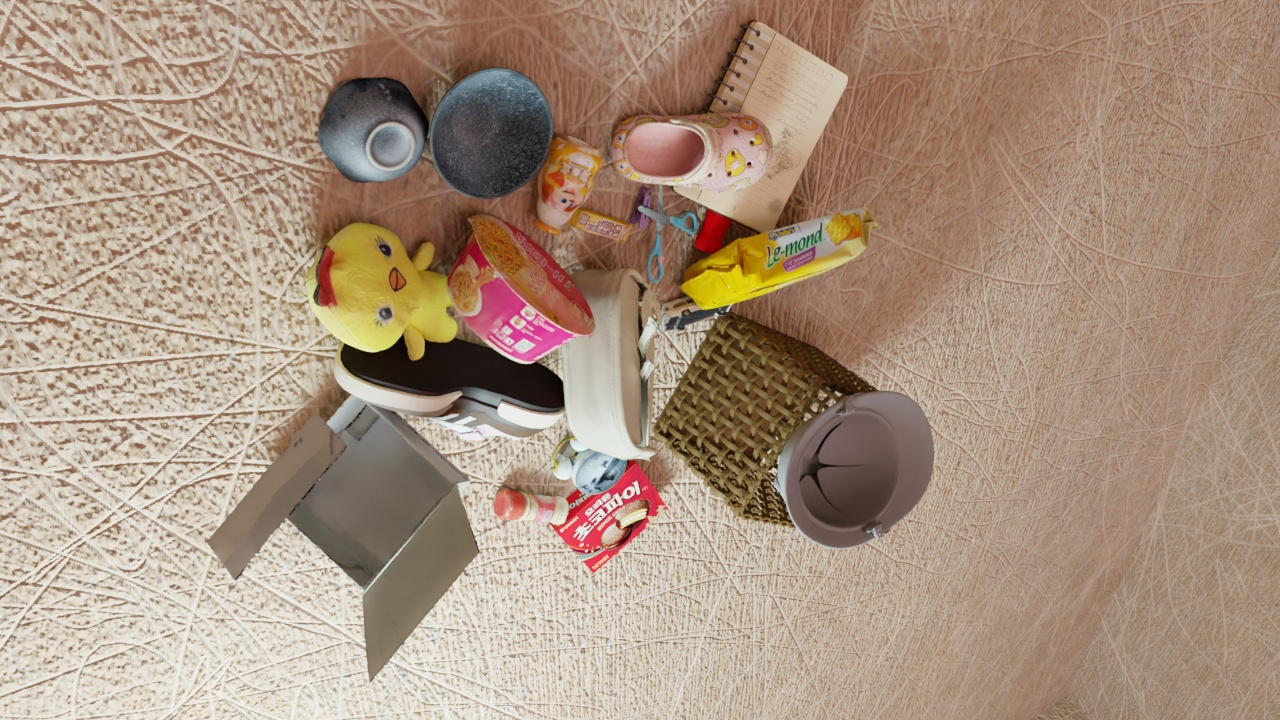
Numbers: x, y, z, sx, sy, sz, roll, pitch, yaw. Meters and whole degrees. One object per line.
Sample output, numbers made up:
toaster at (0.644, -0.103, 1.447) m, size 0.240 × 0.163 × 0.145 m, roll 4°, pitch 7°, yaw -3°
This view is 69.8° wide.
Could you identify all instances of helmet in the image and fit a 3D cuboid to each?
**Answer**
helmet at (0.251, 0.135, 1.186) m, size 0.270 × 0.118 × 0.183 m, roll -19°, pitch 98°, yaw -33°

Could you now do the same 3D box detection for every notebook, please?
notebook at (0.147, -0.287, 1.150) m, size 0.167 × 0.024 × 0.226 m, roll 21°, pitch 102°, yaw -28°

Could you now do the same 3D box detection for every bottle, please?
bottle at (0.108, -0.200, 1.206) m, size 0.036 × 0.036 × 0.119 m, roll 6°, pitch 114°, yaw -39°
bottle at (-0.087, -0.198, 1.041) m, size 0.063 × 0.063 × 0.109 m, roll 10°, pitch 111°, yaw -41°
bottle at (-0.152, 0.205, 1.282) m, size 0.109 × 0.044 × 0.044 m, roll 15°, pitch 109°, yaw -43°

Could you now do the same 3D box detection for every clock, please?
clock at (-0.075, 0.138, 1.284) m, size 0.117 × 0.057 × 0.083 m, roll 28°, pitch 101°, yaw -45°

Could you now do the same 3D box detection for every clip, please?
clip at (0.003, -0.190, 1.143) m, size 0.013 × 0.032 × 0.051 m, roll 0°, pitch 117°, yaw -38°

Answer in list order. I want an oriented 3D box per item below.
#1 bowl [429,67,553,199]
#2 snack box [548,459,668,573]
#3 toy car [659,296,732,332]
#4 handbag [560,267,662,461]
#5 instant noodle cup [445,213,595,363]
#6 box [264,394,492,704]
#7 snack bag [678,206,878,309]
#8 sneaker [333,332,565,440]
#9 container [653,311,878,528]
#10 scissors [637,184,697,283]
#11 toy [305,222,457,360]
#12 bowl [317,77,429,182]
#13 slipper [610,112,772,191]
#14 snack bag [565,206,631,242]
bowl at (-0.165, -0.243, 0.957) m, size 0.136 × 0.057 × 0.137 m, roll -19°, pitch 129°, yaw -26°
snack box at (-0.048, 0.229, 1.380) m, size 0.152 × 0.036 × 0.133 m, roll -40°, pitch 135°, yaw -8°
toy car at (0.076, -0.073, 1.268) m, size 0.112 × 0.039 × 0.039 m, roll -20°, pitch 152°, yaw -27°
handbag at (-0.007, 0.007, 1.143) m, size 0.184 × 0.132 × 0.229 m, roll 23°, pitch 71°, yaw -61°
instant noodle cup at (-0.141, -0.071, 1.025) m, size 0.078 × 0.178 × 0.178 m, roll -43°, pitch 138°, yaw 18°
box at (-0.274, 0.179, 0.960) m, size 0.165 × 0.330 × 0.167 m, roll 39°, pitch 92°, yaw -32°
snack bag at (0.181, -0.132, 1.224) m, size 0.246 × 0.160 × 0.068 m, roll -18°, pitch 89°, yaw -27°
sneaker at (-0.234, 0.044, 1.084) m, size 0.293 × 0.111 × 0.117 m, roll 11°, pitch 132°, yaw -41°
container at (0.208, 0.094, 1.354) m, size 0.251 × 0.214 × 0.220 m, roll 18°, pitch 107°, yaw -43°
scissors at (0.038, -0.170, 1.172) m, size 0.129 × 0.015 × 0.135 m, roll -31°, pitch 136°, yaw -41°
toy at (-0.269, -0.070, 0.974) m, size 0.207 × 0.092 × 0.133 m, roll 13°, pitch 74°, yaw -48°
bowl at (-0.256, -0.220, 0.906) m, size 0.110 × 0.055 × 0.110 m, roll -19°, pitch 130°, yaw -26°
slipper at (0.065, -0.242, 1.075) m, size 0.197 × 0.081 × 0.093 m, roll -2°, pitch 108°, yaw -9°
snack bag at (-0.050, -0.166, 1.122) m, size 0.099 × 0.020 × 0.026 m, roll 12°, pitch 112°, yaw -41°
